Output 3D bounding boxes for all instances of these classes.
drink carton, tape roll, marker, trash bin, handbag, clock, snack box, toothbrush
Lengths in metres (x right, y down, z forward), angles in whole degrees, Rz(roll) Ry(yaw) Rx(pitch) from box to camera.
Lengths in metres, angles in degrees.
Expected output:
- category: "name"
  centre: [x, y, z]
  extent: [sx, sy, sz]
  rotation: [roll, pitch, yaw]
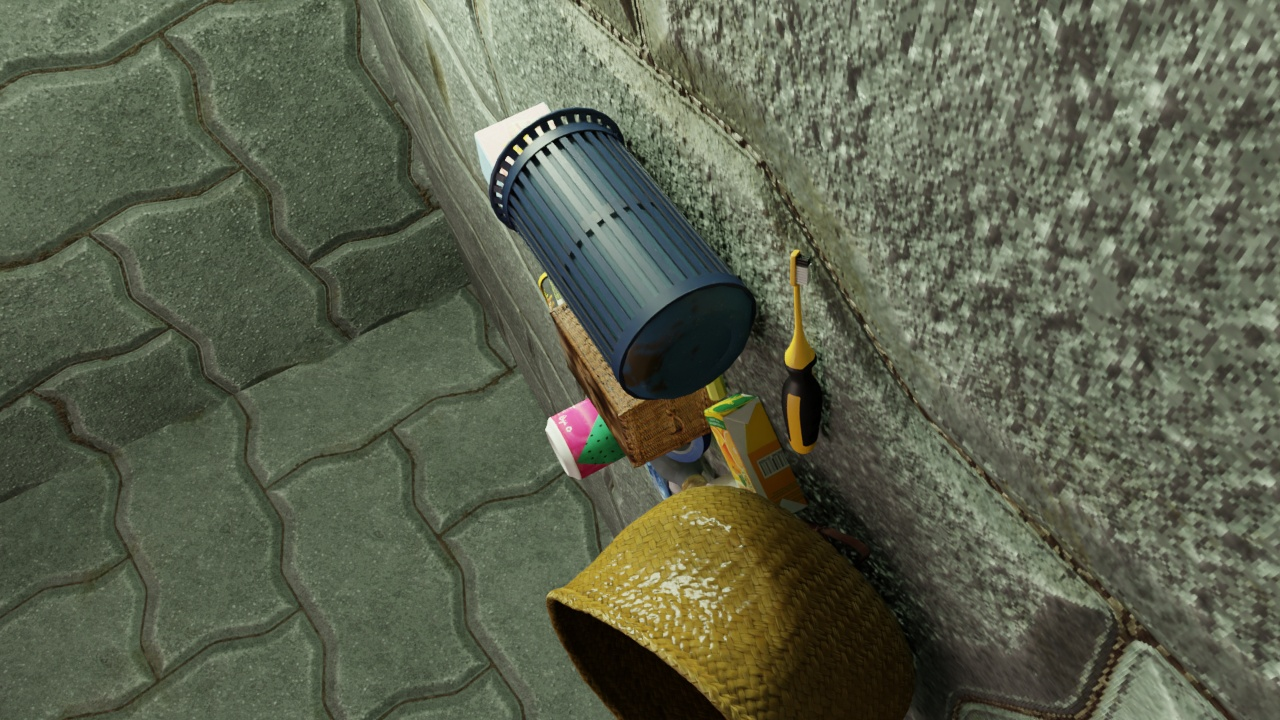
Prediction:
- category: "drink carton"
  centre: [0.111, 0.096, 0.878]
  extent: [0.122, 0.041, 0.058]
  rotation: [64, 169, -7]
- category: "tape roll"
  centre: [0.041, 0.080, 1.107]
  extent: [0.093, 0.016, 0.091]
  rotation: [1, 120, 43]
- category: "marker"
  centre: [0.060, -0.017, 0.910]
  extent: [0.021, 0.017, 0.124]
  rotation: [41, 154, 62]
- category: "trash bin"
  centre: [-0.016, -0.089, 0.787]
  extent: [0.249, 0.139, 0.139]
  rotation: [55, 166, 32]
- category: "handbag"
  centre: [0.172, 0.168, 0.814]
  extent: [0.055, 0.029, 0.120]
  rotation: [61, 164, 1]
- category: "clock"
  centre: [0.051, 0.174, 1.307]
  extent: [0.125, 0.052, 0.089]
  rotation: [52, 164, 47]
- category: "snack box"
  centre: [-0.138, -0.239, 1.108]
  extent: [0.079, 0.094, 0.093]
  rotation: [61, 169, 13]
- category: "toothbrush"
  centre: [0.116, 0.000, 0.666]
  extent: [0.031, 0.031, 0.197]
  rotation: [19, 141, 29]

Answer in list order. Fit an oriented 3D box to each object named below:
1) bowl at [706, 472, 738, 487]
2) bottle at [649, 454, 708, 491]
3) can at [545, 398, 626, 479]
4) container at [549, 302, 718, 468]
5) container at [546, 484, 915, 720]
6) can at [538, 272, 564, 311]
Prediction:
- category: "bowl"
  centre: [0.117, 0.165, 0.977]
  extent: [0.105, 0.054, 0.105]
  rotation: [61, 170, 19]
- category: "bottle"
  centre: [0.043, 0.131, 1.218]
  extent: [0.072, 0.046, 0.161]
  rotation: [28, -167, -36]
- category: "can"
  centre: [-0.033, 0.081, 1.180]
  extent: [0.088, 0.165, 0.088]
  rotation: [60, 169, 19]
- category: "container"
  centre: [-0.006, 0.006, 1.025]
  extent: [0.198, 0.112, 0.114]
  rotation: [53, 165, 38]
- category: "container"
  centre: [0.089, 0.268, 0.835]
  extent: [0.307, 0.196, 0.308]
  rotation: [38, 152, 24]
- category: "can"
  centre: [-0.083, -0.056, 1.287]
  extent: [0.101, 0.072, 0.131]
  rotation: [-114, 2, -53]
